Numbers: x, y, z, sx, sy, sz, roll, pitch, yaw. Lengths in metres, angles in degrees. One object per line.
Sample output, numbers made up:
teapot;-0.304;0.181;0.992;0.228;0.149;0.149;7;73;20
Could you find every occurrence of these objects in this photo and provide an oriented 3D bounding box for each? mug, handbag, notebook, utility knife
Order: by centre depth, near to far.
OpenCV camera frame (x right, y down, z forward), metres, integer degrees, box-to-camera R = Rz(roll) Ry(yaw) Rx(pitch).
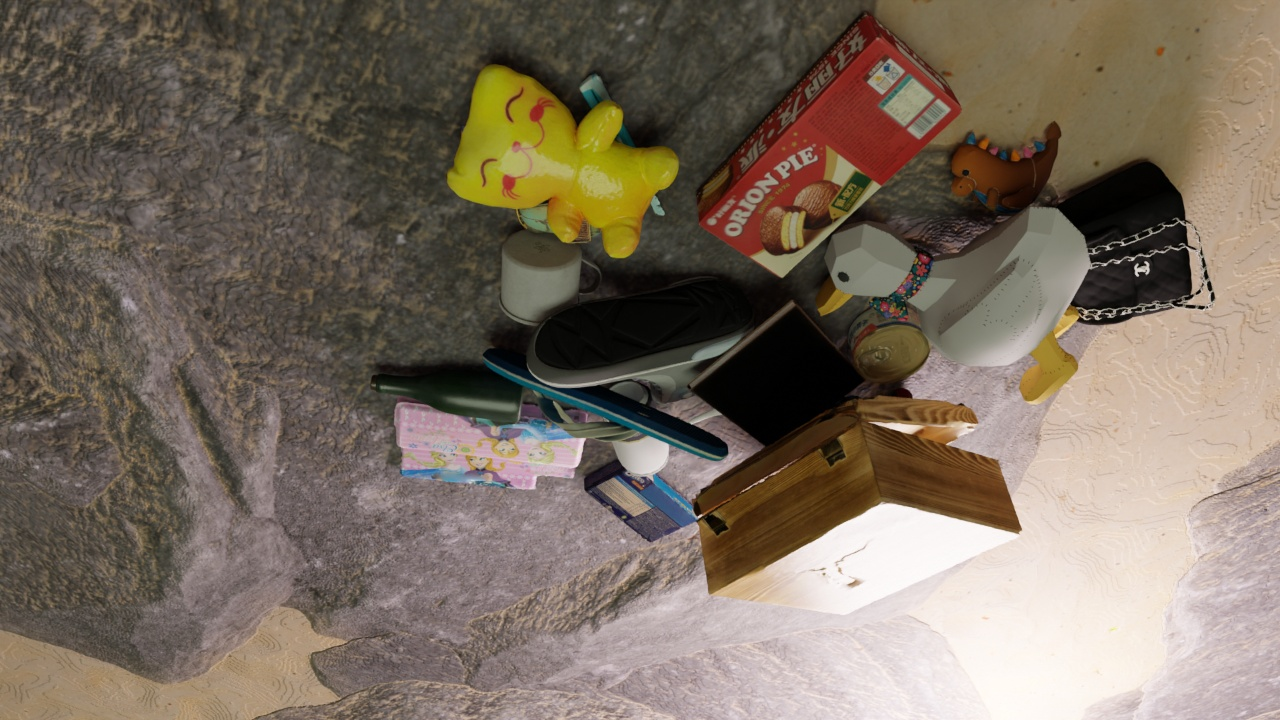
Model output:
utility knife;-0.011;-0.202;0.880;0.022;0.015;0.169;-17;134;21
handbag;0.487;-0.097;0.926;0.125;0.114;0.154;-20;134;17
mug;-0.089;-0.090;0.943;0.113;0.084;0.071;-17;136;-27
notebook;0.156;0.025;1.017;0.141;0.008;0.209;-39;141;12

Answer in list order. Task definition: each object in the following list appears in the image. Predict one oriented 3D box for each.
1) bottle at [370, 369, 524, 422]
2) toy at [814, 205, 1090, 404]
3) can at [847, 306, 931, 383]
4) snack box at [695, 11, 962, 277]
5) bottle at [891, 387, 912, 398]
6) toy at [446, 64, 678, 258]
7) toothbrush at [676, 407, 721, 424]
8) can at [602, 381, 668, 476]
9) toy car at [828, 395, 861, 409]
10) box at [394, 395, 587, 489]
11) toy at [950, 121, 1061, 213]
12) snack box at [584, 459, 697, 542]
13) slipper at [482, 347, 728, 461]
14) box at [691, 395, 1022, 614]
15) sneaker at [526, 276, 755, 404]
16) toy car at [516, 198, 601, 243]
bottle;-0.224;0.036;1.064;0.174;0.055;0.055;7;132;-7
toy;0.323;-0.074;0.916;0.267;0.140;0.247;31;142;-12
can;0.280;-0.019;1.037;0.086;0.043;0.086;-1;132;-1
snack box;0.168;-0.193;0.861;0.113;0.060;0.237;28;126;-25
bottle;0.315;0.078;1.140;0.025;0.025;0.106;0;133;-2
toy;-0.068;-0.185;0.837;0.194;0.087;0.135;20;115;-9
toothbrush;0.129;0.044;1.102;0.223;0.026;0.027;-23;173;18
can;-0.005;0.087;1.111;0.064;0.064;0.127;-11;132;8
toy car;0.220;0.080;1.119;0.120;0.056;0.043;-19;173;14
box;-0.190;0.113;1.151;0.230;0.035;0.160;8;132;-7
toy;0.352;-0.195;0.886;0.090;0.070;0.103;27;104;-9
snack box;0.002;0.186;1.228;0.082;0.027;0.150;-30;128;21
slipper;-0.047;0.061;0.999;0.295;0.118;0.060;22;93;8
box;0.227;0.160;1.056;0.247;0.175;0.280;15;143;-32
sneaker;-0.006;0.005;0.980;0.256;0.093;0.161;-16;148;-24
toy car;-0.068;-0.143;0.908;0.112;0.047;0.047;-2;136;0
